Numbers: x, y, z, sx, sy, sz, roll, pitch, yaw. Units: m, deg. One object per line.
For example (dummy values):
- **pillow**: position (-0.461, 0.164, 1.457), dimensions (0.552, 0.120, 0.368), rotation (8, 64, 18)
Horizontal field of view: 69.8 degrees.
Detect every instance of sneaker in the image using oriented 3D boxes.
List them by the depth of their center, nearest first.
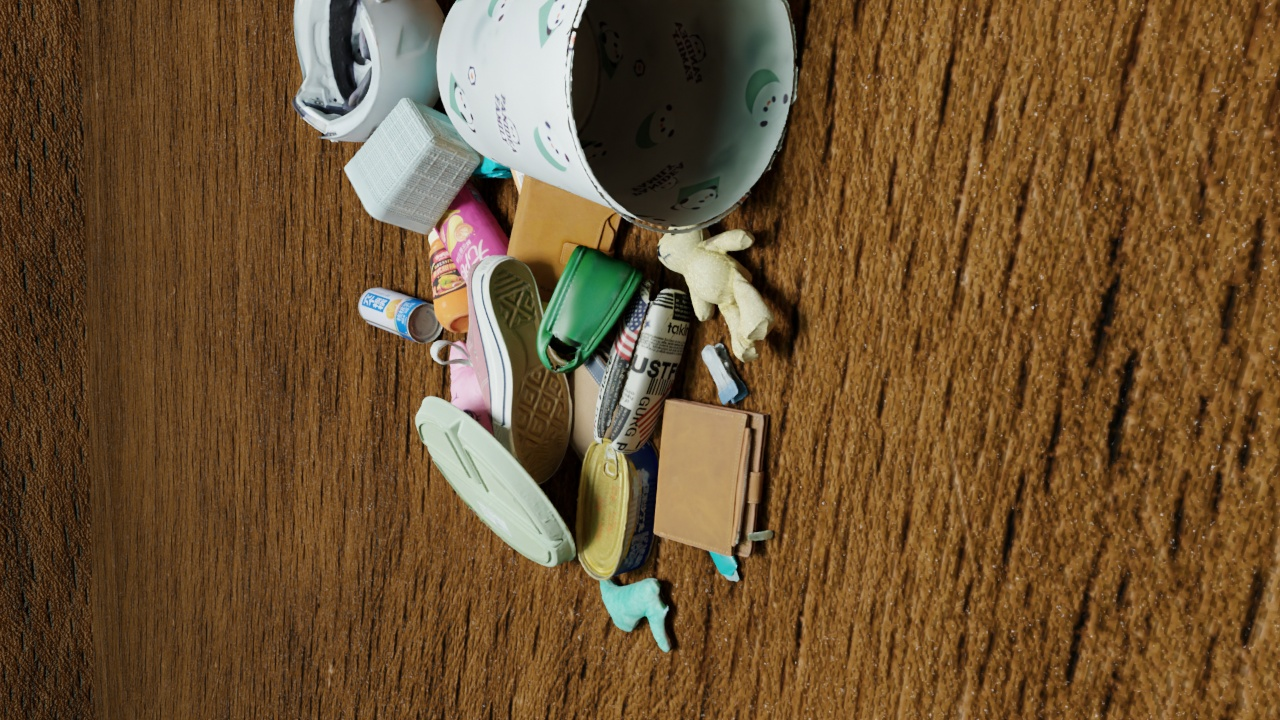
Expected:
- **sneaker**: position (-0.139, 0.010, 0.946), dimensions (0.088, 0.118, 0.241), rotation (5, 112, 45)

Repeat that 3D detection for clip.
- **clip**: position (0.075, 0.011, 0.831), dimensions (0.026, 0.038, 0.058), rotation (-40, 64, 44)

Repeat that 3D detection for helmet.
- **helmet**: position (-0.316, -0.379, 1.106), dimensions (0.258, 0.145, 0.230), rotation (52, 127, 39)

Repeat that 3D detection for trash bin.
- **trash bin**: position (-0.037, -0.243, 0.784), dimensions (0.252, 0.229, 0.230), rotation (24, 111, 48)

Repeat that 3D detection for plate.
- **plate**: position (-0.158, 0.132, 0.964), dimensions (0.230, 0.027, 0.231), rotation (38, 154, 22)

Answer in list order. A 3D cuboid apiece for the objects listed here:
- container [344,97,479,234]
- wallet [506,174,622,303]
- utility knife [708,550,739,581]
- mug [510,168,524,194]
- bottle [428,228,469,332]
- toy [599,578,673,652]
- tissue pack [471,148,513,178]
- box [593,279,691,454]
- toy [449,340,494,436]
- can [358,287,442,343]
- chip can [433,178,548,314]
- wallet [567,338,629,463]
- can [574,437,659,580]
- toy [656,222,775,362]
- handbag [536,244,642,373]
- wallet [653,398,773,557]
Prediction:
- **container**: position (-0.247, -0.214, 1.006), dimensions (0.112, 0.089, 0.090), rotation (-46, 61, 22)
- **wallet**: position (-0.080, -0.117, 0.933), dimensions (0.108, 0.031, 0.132), rotation (20, 122, 2)
- **utility knife**: position (0.056, 0.137, 0.868), dimensions (0.029, 0.013, 0.157), rotation (-43, 65, 39)
- **mug**: position (-0.107, -0.223, 0.954), dimensions (0.078, 0.078, 0.123), rotation (-11, 94, 46)
- **bottle**: position (-0.225, -0.108, 1.105), dimensions (0.067, 0.066, 0.149), rotation (-40, 59, 41)
- **toy**: position (-0.002, 0.252, 0.930), dimensions (0.092, 0.030, 0.096), rotation (-33, 77, 45)
- **tissue pack**: position (-0.167, -0.272, 1.030), dimensions (0.093, 0.050, 0.133), rotation (17, 106, 45)
- **box**: position (-0.013, 0.002, 0.860), dimensions (0.082, 0.075, 0.163), rotation (25, 103, 27)
- **toy**: position (-0.173, 0.069, 1.053), dimensions (0.178, 0.074, 0.195), rotation (39, 128, 35)
- **can**: position (-0.317, -0.061, 1.207), dimensions (0.135, 0.053, 0.053), rotation (18, 107, 44)
- **chip can**: position (-0.176, -0.117, 1.040), dimensions (0.210, 0.071, 0.072), rotation (56, 130, 27)
- **wallet**: position (-0.047, 0.044, 0.954), dimensions (0.090, 0.033, 0.115), rotation (50, 128, 34)
- **can**: position (-0.023, 0.147, 0.925), dimensions (0.075, 0.049, 0.148), rotation (18, 107, 43)
- **toy**: position (0.066, -0.065, 0.798), dimensions (0.157, 0.066, 0.105), rotation (59, 148, 34)
- **handbag**: position (-0.053, -0.046, 0.868), dimensions (0.131, 0.068, 0.120), rotation (-121, 56, -83)
- **wallet**: position (0.066, 0.106, 0.832), dimensions (0.119, 0.035, 0.130), rotation (9, 96, 33)
